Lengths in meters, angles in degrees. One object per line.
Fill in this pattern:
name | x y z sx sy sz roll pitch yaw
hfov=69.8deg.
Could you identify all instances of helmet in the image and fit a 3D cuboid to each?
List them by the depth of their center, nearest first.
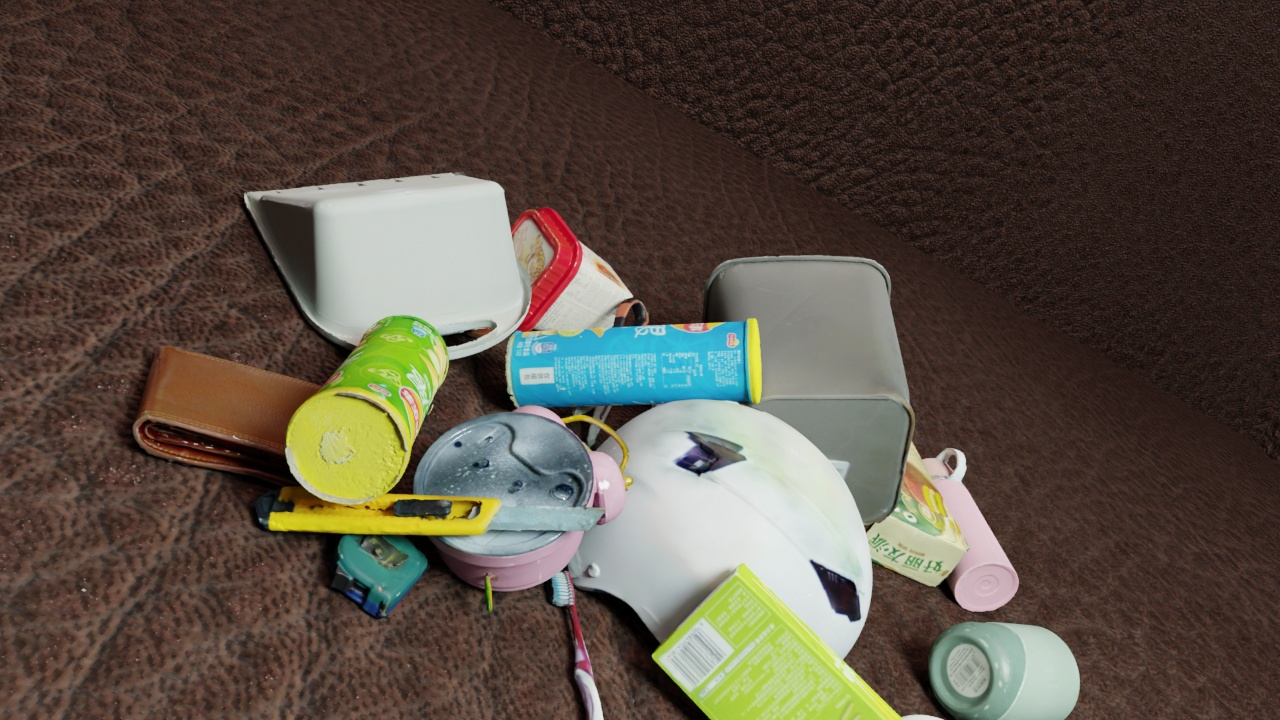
helmet | 0.081 0.122 0.708 0.258 0.146 0.228 33 24 4

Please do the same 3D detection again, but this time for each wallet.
wallet | -0.265 0.036 0.611 0.124 0.032 0.101 20 23 -26

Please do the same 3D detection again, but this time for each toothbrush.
toothbrush | -0.038 0.200 0.575 0.017 0.016 0.187 12 29 -22

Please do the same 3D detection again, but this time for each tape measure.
tape measure | -0.161 0.125 0.562 0.054 0.025 0.058 34 23 3

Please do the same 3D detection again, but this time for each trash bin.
trash bin | 0.163 0.034 0.908 0.199 0.199 0.219 0 35 1

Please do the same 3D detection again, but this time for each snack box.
snack box | 0.091 0.216 0.587 0.156 0.086 0.026 43 12 11
snack box | 0.262 0.133 1.009 0.114 0.063 0.239 24 24 -15

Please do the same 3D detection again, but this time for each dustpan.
dustpan | -0.222 -0.092 0.848 0.222 0.143 0.258 -12 16 -28

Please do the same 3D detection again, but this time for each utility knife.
utility knife | -0.130 0.092 0.562 0.218 0.015 0.033 1 44 0

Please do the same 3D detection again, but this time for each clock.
clock | -0.076 0.086 0.623 0.117 0.060 0.158 33 54 29

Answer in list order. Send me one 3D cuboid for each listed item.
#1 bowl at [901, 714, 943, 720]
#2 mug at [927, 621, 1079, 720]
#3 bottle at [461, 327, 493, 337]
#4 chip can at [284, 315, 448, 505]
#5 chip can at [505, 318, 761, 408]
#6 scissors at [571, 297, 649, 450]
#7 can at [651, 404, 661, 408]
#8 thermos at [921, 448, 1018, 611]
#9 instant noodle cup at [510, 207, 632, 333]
bowl | 0.213 0.292 0.629 0.116 0.066 0.116 26 24 -13
mug | 0.303 0.277 0.767 0.106 0.082 0.111 14 60 -35
bottle | -0.200 -0.104 0.925 0.059 0.060 0.206 4 35 -46
chip can | -0.179 0.023 0.633 0.072 0.073 0.221 26 11 -11
chip can | -0.005 0.005 0.783 0.210 0.071 0.071 -2 20 12
scissors | -0.017 0.017 0.909 0.213 0.015 0.197 36 49 -58
can | 0.037 0.060 0.887 0.058 0.058 0.146 28 25 -8
thermos | 0.348 0.175 1.001 0.067 0.087 0.198 23 26 -12
instant noodle cup | -0.084 -0.079 0.970 0.124 0.117 0.116 27 20 -43
